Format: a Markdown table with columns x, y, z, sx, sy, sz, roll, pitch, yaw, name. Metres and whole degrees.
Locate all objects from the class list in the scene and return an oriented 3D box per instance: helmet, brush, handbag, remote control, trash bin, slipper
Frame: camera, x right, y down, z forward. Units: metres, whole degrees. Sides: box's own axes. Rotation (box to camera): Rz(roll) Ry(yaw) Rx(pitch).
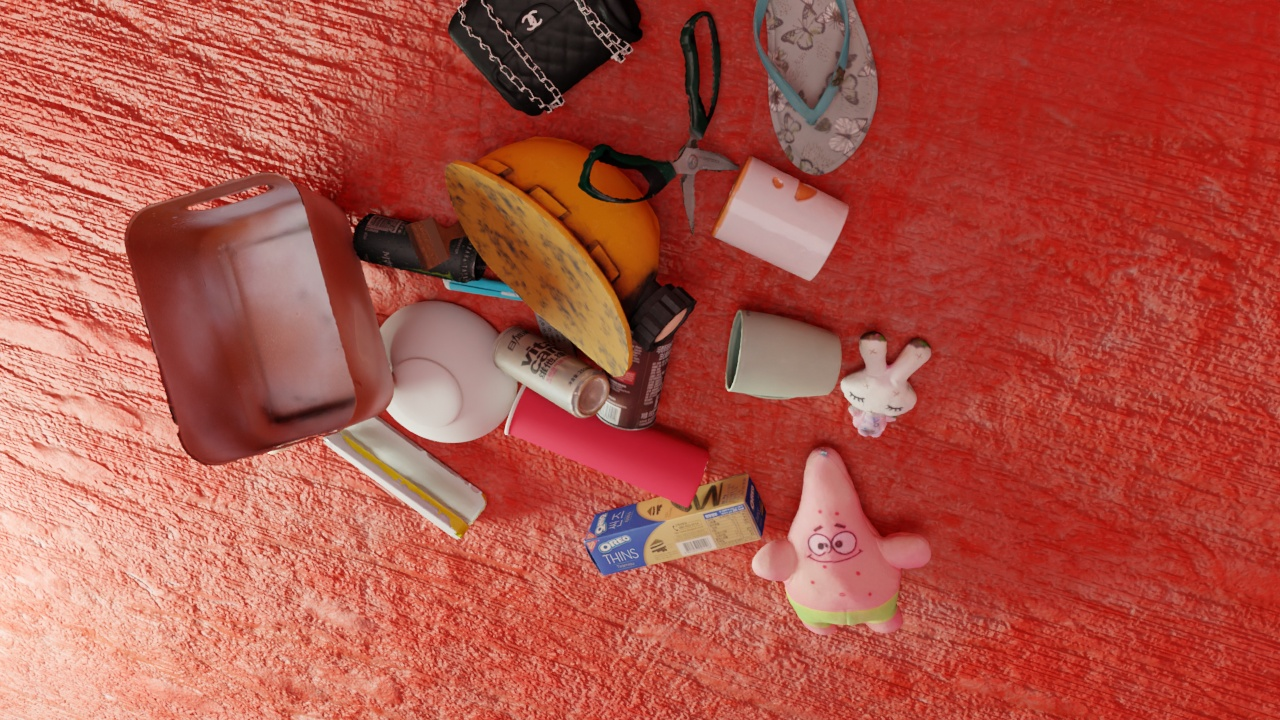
| x | y | z | sx | sy | sz | roll | pitch | yaw | name |
| --- | --- | --- | --- | --- | --- | --- | --- | --- | --- |
| -0.055 | -0.122 | 0.874 | 0.255 | 0.131 | 0.206 | 44 | 161 | 10 | helmet |
| -0.189 | -0.125 | 0.912 | 0.008 | 0.142 | 0.045 | -15 | 103 | 19 | brush |
| -0.083 | -0.296 | 0.817 | 0.154 | 0.114 | 0.125 | -31 | 108 | 21 | handbag |
| -0.100 | -0.056 | 0.998 | 0.033 | 0.013 | 0.136 | -8 | 113 | 20 | remote control |
| -0.378 | -0.043 | 0.944 | 0.181 | 0.157 | 0.259 | -16 | 92 | 3 | trash bin |
| 0.148 | -0.292 | 0.798 | 0.098 | 0.054 | 0.269 | -9 | 112 | 15 | slipper |

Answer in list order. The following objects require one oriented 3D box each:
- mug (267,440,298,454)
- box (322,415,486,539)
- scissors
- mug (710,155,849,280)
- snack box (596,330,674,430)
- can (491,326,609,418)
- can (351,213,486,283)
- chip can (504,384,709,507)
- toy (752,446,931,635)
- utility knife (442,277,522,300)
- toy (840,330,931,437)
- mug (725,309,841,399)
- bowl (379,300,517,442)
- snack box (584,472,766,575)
| x | y | z | sx | sy | sz | roll | pitch | yaw | name |
| --- | --- | --- | --- | --- | --- | --- | --- | --- | --- |
| -0.417 | 0.048 | 1.070 | 0.100 | 0.120 | 0.096 | -46 | 137 | 18 | mug |
| -0.291 | 0.142 | 1.128 | 0.210 | 0.069 | 0.067 | 37 | 139 | -5 | box |
| 0.026 | -0.213 | 0.816 | 0.015 | 0.201 | 0.203 | 12 | 103 | 44 | scissors |
| 0.130 | -0.133 | 0.864 | 0.105 | 0.082 | 0.082 | 25 | 119 | -1 | mug |
| -0.006 | 0.006 | 0.974 | 0.072 | 0.072 | 0.121 | 15 | 120 | 6 | snack box |
| -0.096 | 0.012 | 0.974 | 0.136 | 0.054 | 0.054 | 28 | 125 | 36 | can |
| -0.235 | -0.119 | 0.977 | 0.138 | 0.053 | 0.054 | 13 | 118 | 7 | can |
| -0.036 | 0.092 | 1.026 | 0.220 | 0.069 | 0.069 | 22 | 119 | 2 | chip can |
| 0.218 | 0.206 | 1.010 | 0.192 | 0.096 | 0.237 | -9 | 106 | 9 | toy |
| -0.132 | -0.075 | 0.985 | 0.177 | 0.015 | 0.022 | 10 | 127 | 16 | utility knife |
| 0.247 | 0.027 | 0.941 | 0.079 | 0.038 | 0.123 | 9 | 121 | 1 | toy |
| 0.142 | 0.005 | 0.939 | 0.104 | 0.084 | 0.111 | 8 | 146 | -3 | mug |
| -0.232 | 0.025 | 1.041 | 0.177 | 0.066 | 0.177 | 6 | 117 | 11 | bowl |
| 0.038 | 0.191 | 1.064 | 0.207 | 0.056 | 0.057 | -18 | 112 | 21 | snack box |
